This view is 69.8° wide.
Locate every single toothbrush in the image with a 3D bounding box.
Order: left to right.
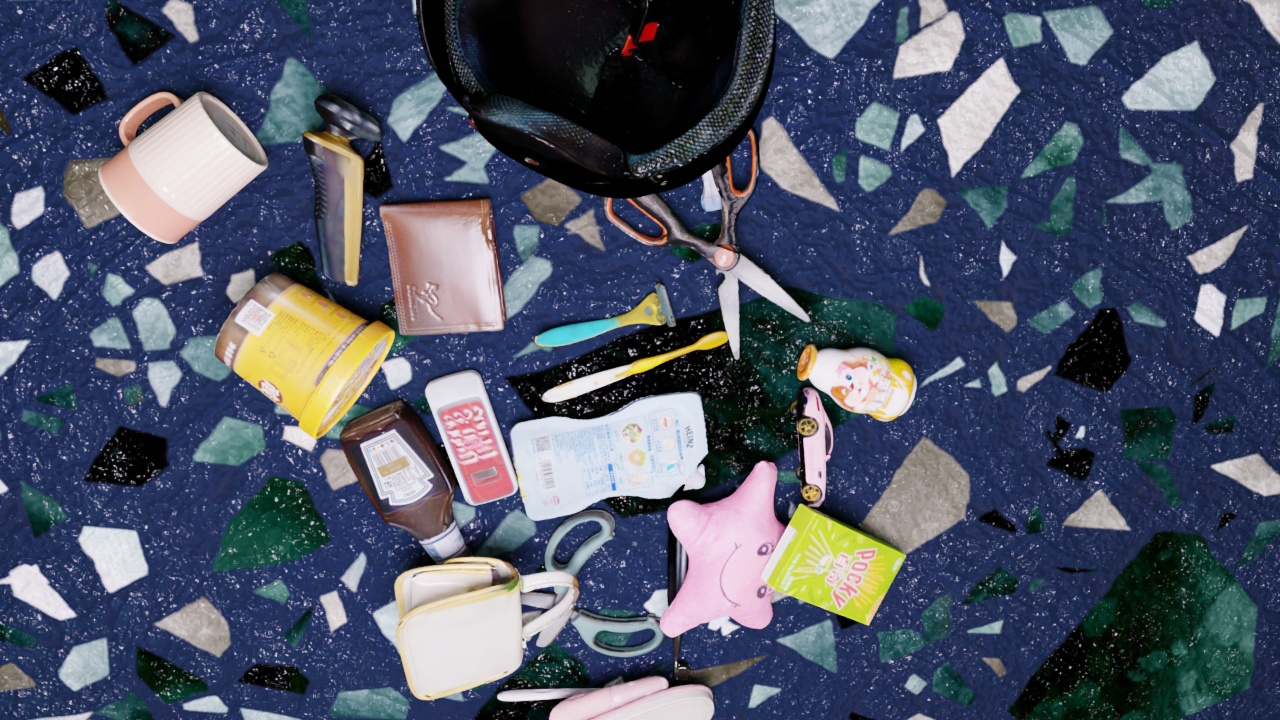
[{"bbox_3d":[-0.065,0.357,0.995,0.180,0.016,0.016,-2,100,-4],"label":"toothbrush"},{"bbox_3d":[-0.005,0.005,0.890,0.191,0.018,0.016,-19,106,5],"label":"toothbrush"},{"bbox_3d":[0.041,0.247,0.962,0.027,0.026,0.213,0,108,2],"label":"toothbrush"}]

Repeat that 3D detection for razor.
[{"bbox_3d":[-0.261,-0.147,0.809,0.067,0.062,0.168,-9,117,-34],"label":"razor"},{"bbox_3d":[-0.035,-0.035,0.867,0.132,0.028,0.043,-16,84,-2],"label":"razor"}]

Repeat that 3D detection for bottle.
[{"bbox_3d":[-0.218,0.137,0.901,0.080,0.044,0.195,-24,108,4],"label":"bottle"},{"bbox_3d":[0.206,0.017,0.882,0.108,0.063,0.063,18,105,-9],"label":"bottle"}]

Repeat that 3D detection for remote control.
[{"bbox_3d":[-0.164,0.077,0.897,0.056,0.020,0.136,-15,108,2],"label":"remote control"}]

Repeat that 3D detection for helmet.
[{"bbox_3d":[-0.028,-0.246,0.701,0.275,0.230,0.233,34,92,13],"label":"helmet"}]

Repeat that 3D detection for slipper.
[{"bbox_3d":[-0.055,0.396,0.976,0.274,0.054,0.114,-18,131,-4],"label":"slipper"}]

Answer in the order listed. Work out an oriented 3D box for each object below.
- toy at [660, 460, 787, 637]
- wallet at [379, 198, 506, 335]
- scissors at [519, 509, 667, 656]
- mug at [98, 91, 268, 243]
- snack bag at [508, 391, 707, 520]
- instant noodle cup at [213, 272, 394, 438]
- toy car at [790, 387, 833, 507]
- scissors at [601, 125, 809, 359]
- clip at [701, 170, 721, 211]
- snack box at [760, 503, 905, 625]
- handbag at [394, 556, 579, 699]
[{"bbox_3d":[0.107,0.191,0.923,0.178,0.074,0.195,-2,109,-18],"label":"toy"},{"bbox_3d":[-0.180,-0.085,0.841,0.101,0.032,0.125,-5,107,0],"label":"wallet"},{"bbox_3d":[-0.038,0.243,0.960,0.170,0.019,0.171,24,103,-12],"label":"scissors"},{"bbox_3d":[-0.392,-0.175,0.778,0.106,0.081,0.114,-36,77,5],"label":"mug"},{"bbox_3d":[-0.027,0.095,0.904,0.191,0.039,0.110,-11,103,-2],"label":"snack bag"},{"bbox_3d":[-0.300,-0.009,0.815,0.114,0.118,0.118,35,102,-6],"label":"instant noodle cup"},{"bbox_3d":[0.171,0.086,0.906,0.037,0.056,0.122,-5,108,5],"label":"toy car"},{"bbox_3d":[0.069,-0.116,0.835,0.221,0.021,0.228,19,111,0],"label":"scissors"},{"bbox_3d":[0.066,-0.165,0.838,0.026,0.036,0.058,-6,107,4],"label":"clip"},{"bbox_3d":[0.197,0.207,0.923,0.156,0.026,0.086,28,91,-35],"label":"snack box"},{"bbox_3d":[-0.150,0.254,0.912,0.178,0.063,0.164,-10,135,-15],"label":"handbag"}]
